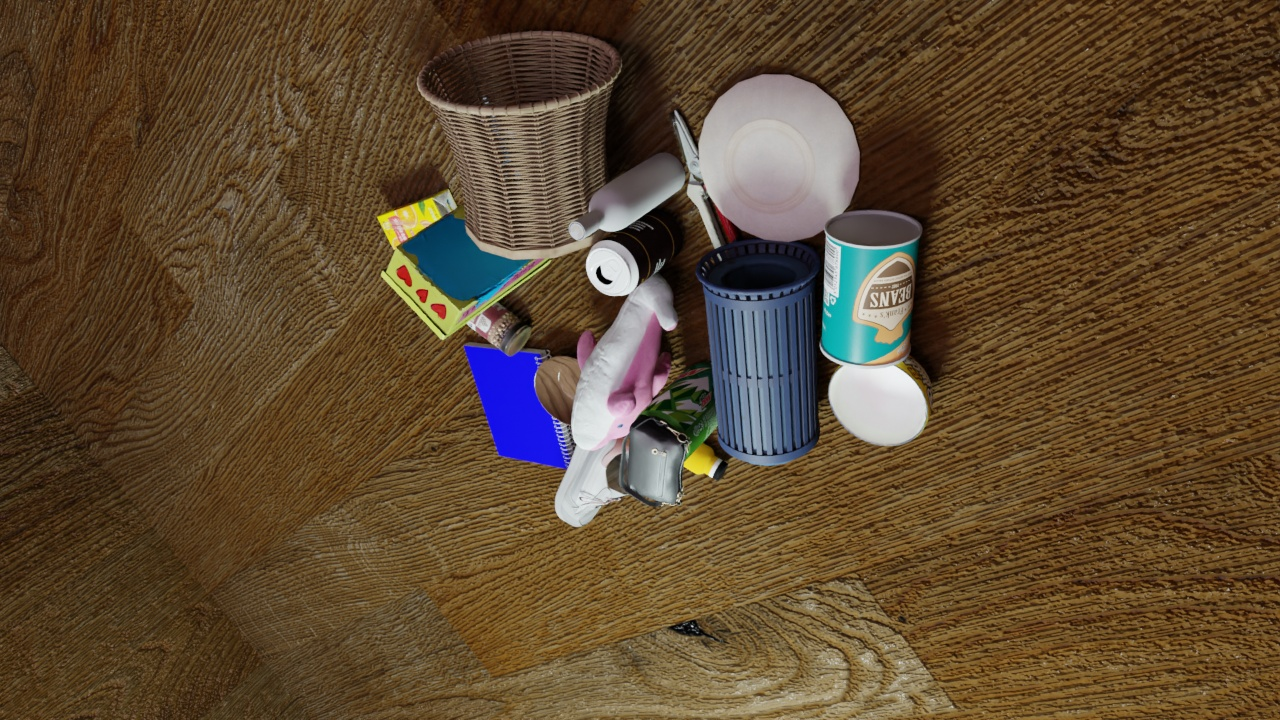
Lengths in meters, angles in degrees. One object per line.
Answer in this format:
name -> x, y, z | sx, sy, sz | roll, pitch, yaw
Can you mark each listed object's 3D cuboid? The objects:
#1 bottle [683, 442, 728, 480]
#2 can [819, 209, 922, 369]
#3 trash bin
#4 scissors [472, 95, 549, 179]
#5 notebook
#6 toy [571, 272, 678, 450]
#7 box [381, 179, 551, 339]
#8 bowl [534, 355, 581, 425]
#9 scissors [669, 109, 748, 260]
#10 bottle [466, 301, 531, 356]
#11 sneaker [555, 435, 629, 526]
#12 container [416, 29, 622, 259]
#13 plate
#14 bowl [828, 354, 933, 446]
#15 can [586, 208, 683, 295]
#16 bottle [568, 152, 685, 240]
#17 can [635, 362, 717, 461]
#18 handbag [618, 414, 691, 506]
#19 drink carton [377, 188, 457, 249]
bottle -> 0.056, 0.122, 1.305 | 0.144, 0.043, 0.043 | 30, 132, 16
can -> 0.248, -0.078, 0.997 | 0.099, 0.099, 0.144 | 14, 125, 28
trash bin -> 0.147, -0.004, 1.095 | 0.139, 0.138, 0.250 | 11, 126, 30
scissors -> -0.169, -0.294, 1.217 | 0.118, 0.015, 0.139 | -7, 120, 38
notebook -> -0.187, 0.073, 1.465 | 0.172, 0.022, 0.209 | 6, 121, 35
toy -> -0.007, 0.007, 1.217 | 0.186, 0.127, 0.266 | 52, 126, 50
box -> -0.216, -0.137, 1.205 | 0.124, 0.220, 0.080 | 44, 142, 1
bowl -> -0.098, 0.039, 1.363 | 0.119, 0.032, 0.119 | 11, 121, 19
scissors -> 0.083, -0.203, 1.093 | 0.140, 0.015, 0.189 | 22, 129, 25
bottle -> -0.221, -0.058, 1.377 | 0.105, 0.056, 0.056 | 37, 133, 11
sneaker -> -0.056, 0.189, 1.393 | 0.089, 0.099, 0.237 | 42, 134, 26
container -> -0.128, -0.253, 1.082 | 0.227, 0.226, 0.196 | 18, 134, 26
plate -> 0.147, -0.219, 1.018 | 0.189, 0.027, 0.189 | 14, 123, 24
bowl -> 0.285, 0.034, 1.066 | 0.117, 0.067, 0.117 | 19, 128, 26
can -> -0.006, -0.134, 1.123 | 0.072, 0.128, 0.072 | 18, 127, 26
bottle -> -0.018, -0.184, 1.053 | 0.052, 0.194, 0.053 | 18, 127, 26
can -> 0.061, 0.067, 1.195 | 0.083, 0.143, 0.083 | 18, 127, 26
handbag -> 0.021, 0.127, 1.126 | 0.079, 0.054, 0.129 | 18, 125, 22
drink carton -> -0.329, -0.208, 1.367 | 0.135, 0.042, 0.058 | -8, 114, 39
